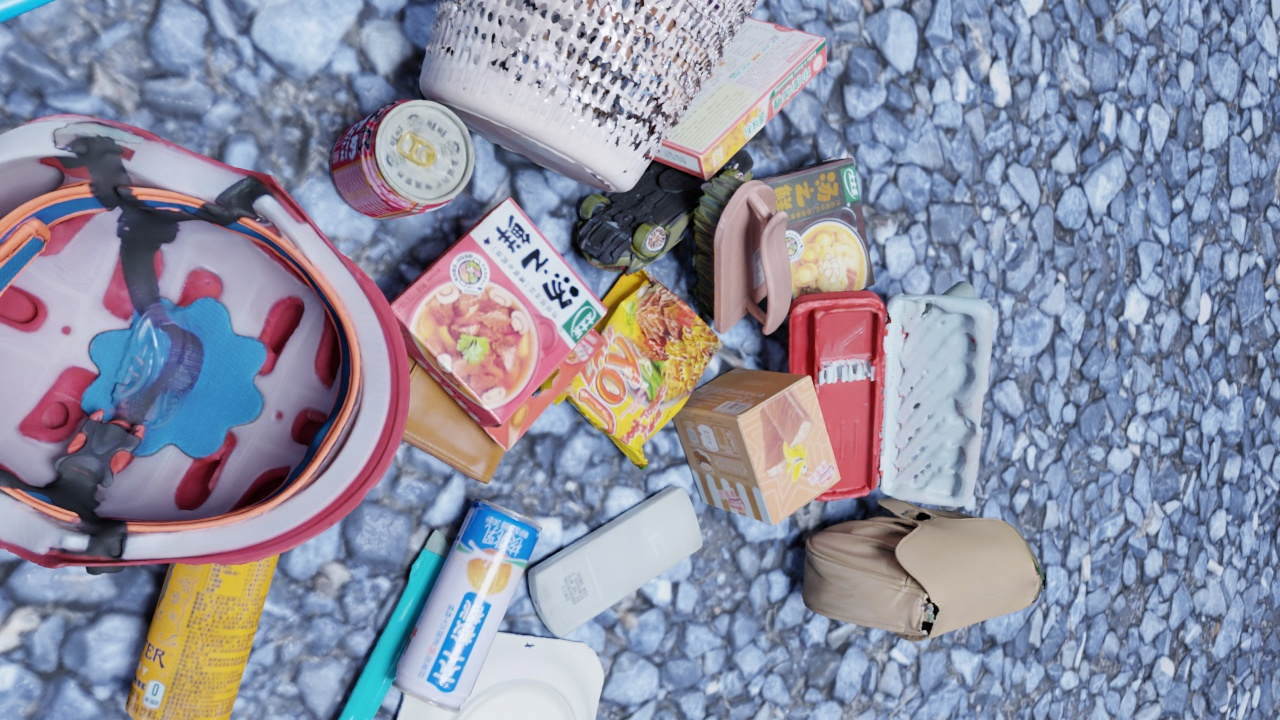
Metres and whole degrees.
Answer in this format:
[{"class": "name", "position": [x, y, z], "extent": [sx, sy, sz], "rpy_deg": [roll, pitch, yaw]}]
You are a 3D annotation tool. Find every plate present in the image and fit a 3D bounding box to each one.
[{"class": "plate", "position": [-0.102, 0.284, 0.668], "extent": [0.163, 0.034, 0.164], "rpy_deg": [18, 85, -32]}]

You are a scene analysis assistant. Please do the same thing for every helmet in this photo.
[{"class": "helmet", "position": [-0.249, 0.003, 0.480], "extent": [0.240, 0.144, 0.206], "rpy_deg": [25, 76, -18]}]

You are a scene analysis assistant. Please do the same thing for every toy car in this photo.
[{"class": "toy car", "position": [0.021, -0.118, 0.691], "extent": [0.157, 0.070, 0.042], "rpy_deg": [-37, 141, -23]}]

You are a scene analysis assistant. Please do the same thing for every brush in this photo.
[{"class": "brush", "position": [0.079, -0.077, 0.679], "extent": [0.063, 0.073, 0.146], "rpy_deg": [-41, 154, -19]}]

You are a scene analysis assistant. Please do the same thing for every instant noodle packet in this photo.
[{"class": "instant noodle packet", "position": [-0.004, 0.004, 0.701], "extent": [0.111, 0.044, 0.128], "rpy_deg": [42, 73, -23]}]

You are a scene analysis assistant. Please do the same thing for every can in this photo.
[{"class": "can", "position": [-0.148, -0.123, 0.569], "extent": [0.066, 0.094, 0.066], "rpy_deg": [-3, 95, -32]}, {"class": "can", "position": [-0.254, 0.141, 0.546], "extent": [0.058, 0.058, 0.146], "rpy_deg": [18, 84, -32]}, {"class": "can", "position": [-0.118, 0.166, 0.628], "extent": [0.053, 0.053, 0.134], "rpy_deg": [33, 70, -30]}]

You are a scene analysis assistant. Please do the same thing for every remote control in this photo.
[{"class": "remote control", "position": [-0.018, 0.154, 0.717], "extent": [0.149, 0.021, 0.058], "rpy_deg": [-26, 107, -28]}]

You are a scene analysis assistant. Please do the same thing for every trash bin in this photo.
[{"class": "trash bin", "position": [-0.034, -0.222, 0.579], "extent": [0.227, 0.227, 0.192], "rpy_deg": [23, 94, -31]}]

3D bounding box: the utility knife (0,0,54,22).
[{"class": "utility knife", "position": [-0.309, -0.223, 0.506], "extent": [0.207, 0.018, 0.034], "rpy_deg": [-37, 111, -26]}]

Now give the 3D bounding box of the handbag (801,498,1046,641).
[{"class": "handbag", "position": [0.246, 0.180, 0.809], "extent": [0.204, 0.148, 0.100], "rpy_deg": [-2, 97, -36]}]

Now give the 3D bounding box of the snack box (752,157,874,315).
[{"class": "snack box", "position": [0.146, -0.109, 0.785], "extent": [0.125, 0.053, 0.113], "rpy_deg": [-19, 104, -24]}]

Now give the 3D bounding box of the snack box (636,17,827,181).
[{"class": "snack box", "position": [0.068, -0.205, 0.707], "extent": [0.155, 0.077, 0.027], "rpy_deg": [-46, 144, -20]}]

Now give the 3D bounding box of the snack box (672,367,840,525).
[{"class": "snack box", "position": [0.091, 0.065, 0.735], "extent": [0.076, 0.093, 0.094], "rpy_deg": [-28, 108, -28]}]

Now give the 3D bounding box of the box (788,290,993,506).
[{"class": "box", "position": [0.198, 0.035, 0.750], "extent": [0.049, 0.161, 0.201], "rpy_deg": [-72, 159, -55]}]

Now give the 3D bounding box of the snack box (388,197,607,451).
[{"class": "snack box", "position": [-0.088, -0.022, 0.607], "extent": [0.127, 0.044, 0.113], "rpy_deg": [48, 64, -16]}]

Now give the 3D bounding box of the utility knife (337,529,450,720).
[{"class": "utility knife", "position": [-0.174, 0.201, 0.626], "extent": [0.029, 0.013, 0.178], "rpy_deg": [37, 71, -37]}]

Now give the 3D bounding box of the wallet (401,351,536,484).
[{"class": "wallet", "position": [-0.124, 0.002, 0.634], "extent": [0.119, 0.035, 0.130], "rpy_deg": [36, 73, -32]}]

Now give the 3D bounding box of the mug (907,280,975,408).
[{"class": "mug", "position": [0.235, -0.006, 0.810], "extent": [0.103, 0.083, 0.124], "rpy_deg": [-33, 155, -24]}]
